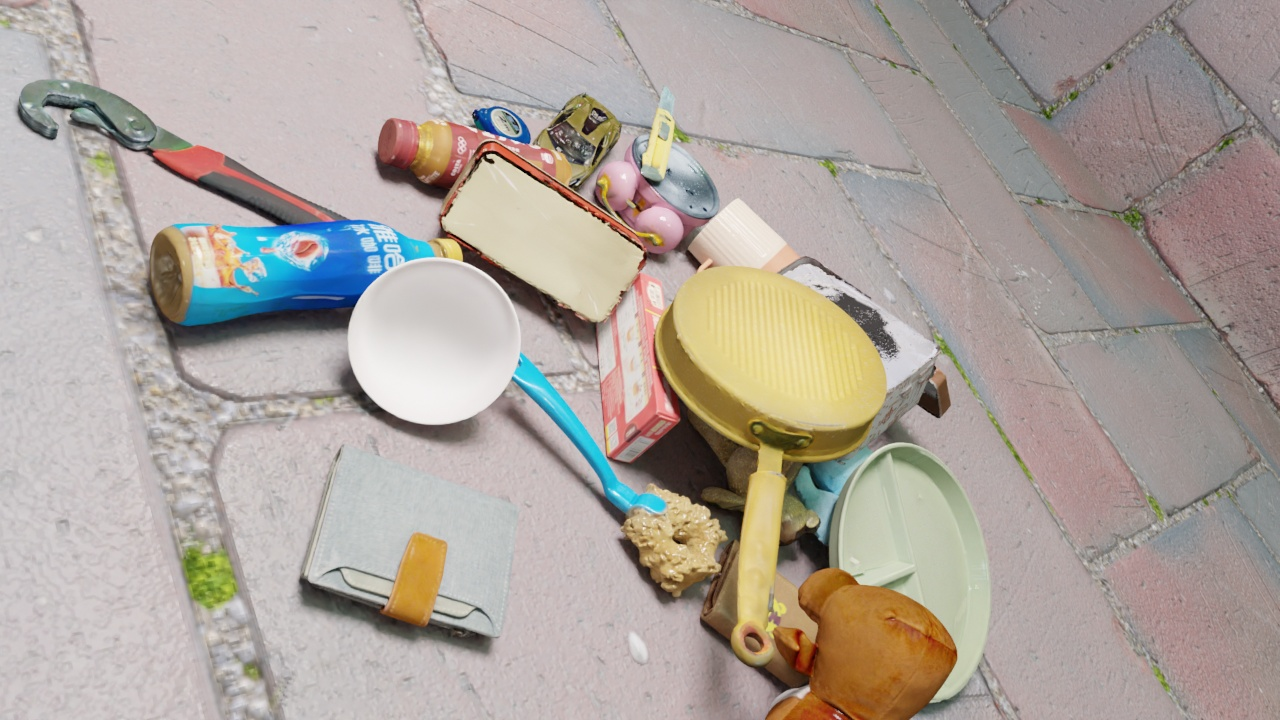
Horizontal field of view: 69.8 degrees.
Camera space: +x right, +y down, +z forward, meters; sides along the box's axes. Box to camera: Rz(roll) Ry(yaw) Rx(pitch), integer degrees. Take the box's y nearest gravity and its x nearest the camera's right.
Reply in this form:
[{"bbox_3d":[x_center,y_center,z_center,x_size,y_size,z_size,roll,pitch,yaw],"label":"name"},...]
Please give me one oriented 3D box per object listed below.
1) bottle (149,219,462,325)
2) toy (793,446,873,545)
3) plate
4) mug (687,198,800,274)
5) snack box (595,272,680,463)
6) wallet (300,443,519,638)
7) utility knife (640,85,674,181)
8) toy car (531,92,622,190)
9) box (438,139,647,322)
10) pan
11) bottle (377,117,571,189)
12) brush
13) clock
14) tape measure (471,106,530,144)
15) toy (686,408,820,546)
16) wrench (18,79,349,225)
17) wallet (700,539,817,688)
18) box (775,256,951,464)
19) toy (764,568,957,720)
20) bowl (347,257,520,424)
[{"bbox_3d":[-0.223,-0.066,0.650,0.218,0.065,0.065,-10,64,-47],"label":"bottle"},{"bbox_3d":[0.197,0.120,0.887,0.161,0.050,0.156,29,47,-34],"label":"toy"},{"bbox_3d":[0.248,0.191,0.838,0.229,0.028,0.230,12,70,-38],"label":"plate"},{"bbox_3d":[0.105,-0.101,0.987,0.106,0.082,0.114,46,67,2],"label":"mug"},{"bbox_3d":[-0.005,0.005,0.783,0.025,0.075,0.152,19,45,-30],"label":"snack box"},{"bbox_3d":[-0.142,0.117,0.588,0.129,0.037,0.106,25,42,-25],"label":"wallet"},{"bbox_3d":[0.021,-0.246,0.990,0.031,0.021,0.204,36,32,-22],"label":"utility knife"},{"bbox_3d":[-0.066,-0.230,0.966,0.070,0.042,0.157,37,41,-11],"label":"toy car"},{"bbox_3d":[-0.083,-0.105,0.784,0.168,0.091,0.076,31,14,-18],"label":"box"},{"bbox_3d":[0.098,0.061,0.711,0.197,0.078,0.356,17,40,-9],"label":"pan"},{"bbox_3d":[-0.147,-0.178,0.828,0.174,0.058,0.057,6,53,-40],"label":"bottle"},{"bbox_3d":[-0.026,0.082,0.712,0.254,0.046,0.082,48,41,-7],"label":"brush"},{"bbox_3d":[0.014,-0.173,0.973,0.117,0.060,0.158,47,36,1],"label":"clock"},{"bbox_3d":[-0.135,-0.223,0.905,0.054,0.025,0.058,-20,76,-52],"label":"tape measure"},{"bbox_3d":[0.095,0.096,0.816,0.105,0.066,0.157,-22,65,-16],"label":"toy"},{"bbox_3d":[-0.302,-0.131,0.675,0.273,0.016,0.056,25,46,-25],"label":"wrench"},{"bbox_3d":[0.108,0.209,0.745,0.115,0.033,0.090,38,39,-5],"label":"wallet"},{"bbox_3d":[0.212,-0.010,0.930,0.179,0.134,0.270,40,27,28],"label":"box"},{"bbox_3d":[0.134,0.252,0.649,0.140,0.131,0.199,29,75,-14],"label":"toy"},{"bbox_3d":[-0.150,-0.019,0.666,0.118,0.118,0.065,30,4,-19],"label":"bowl"}]
